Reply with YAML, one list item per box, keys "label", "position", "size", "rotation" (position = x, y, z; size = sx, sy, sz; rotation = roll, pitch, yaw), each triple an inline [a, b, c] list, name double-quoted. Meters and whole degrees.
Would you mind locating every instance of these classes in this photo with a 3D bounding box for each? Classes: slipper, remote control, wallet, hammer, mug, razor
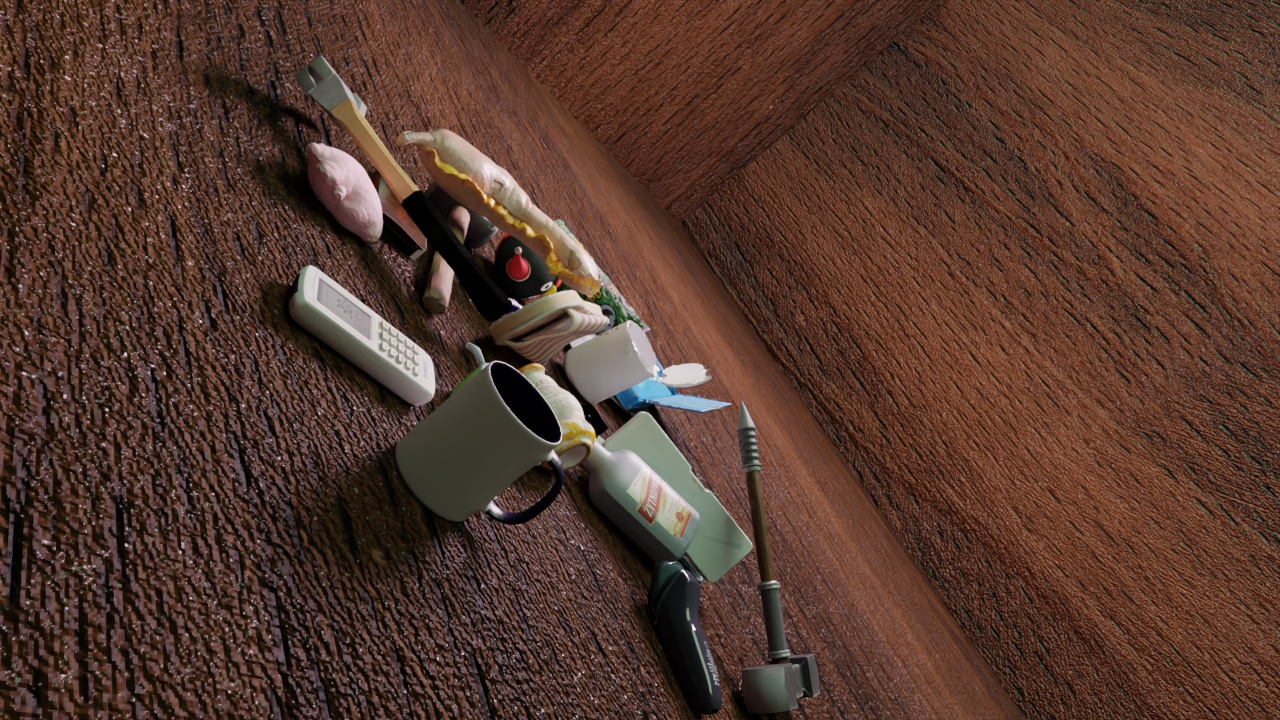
- label: "slipper"
  position: [-0.092, -0.035, 1.056]
  size: [0.052, 0.115, 0.262]
  rotation: [65, 8, 4]
- label: "remote control"
  position: [-0.219, -0.018, 0.729]
  size: [0.138, 0.025, 0.060]
  rotation: [43, 15, -33]
- label: "wallet"
  position: [-0.265, -0.162, 1.004]
  size: [0.072, 0.019, 0.123]
  rotation: [43, 14, -31]
- label: "hammer"
  position: [-0.216, -0.133, 1.048]
  size: [0.098, 0.052, 0.327]
  rotation: [46, 16, -23]
- label: "remote control"
  position: [-0.076, 0.064, 1.033]
  size: [0.034, 0.013, 0.150]
  rotation: [54, 13, 16]
- label: "hammer"
  position: [0.131, 0.201, 0.976]
  size: [0.156, 0.043, 0.322]
  rotation: [25, 55, -64]
- label: "hammer"
  position: [-0.240, -0.175, 0.936]
  size: [0.328, 0.039, 0.131]
  rotation: [52, -3, 9]
- label: "mug"
  position: [-0.109, 0.072, 0.687]
  size: [0.112, 0.097, 0.078]
  rotation: [48, 13, -12]
- label: "razor"
  position: [0.043, 0.251, 0.836]
  size: [0.047, 0.052, 0.142]
  rotation: [41, 20, -48]

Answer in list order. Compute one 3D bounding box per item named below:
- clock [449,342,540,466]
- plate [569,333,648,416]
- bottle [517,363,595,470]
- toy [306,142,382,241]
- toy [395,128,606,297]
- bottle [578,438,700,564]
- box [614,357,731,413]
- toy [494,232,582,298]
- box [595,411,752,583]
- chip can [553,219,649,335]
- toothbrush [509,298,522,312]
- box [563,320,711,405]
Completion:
- label: "clock"
  position: [-0.127, 0.050, 0.823]
  size: [0.094, 0.043, 0.119]
  rotation: [38, 17, -43]
- label: "plate"
  position: [-0.051, 0.013, 1.276]
  size: [0.178, 0.012, 0.178]
  rotation: [48, 12, -14]
- label: "bottle"
  position: [-0.089, 0.053, 0.896]
  size: [0.063, 0.063, 0.108]
  rotation: [32, 23, -56]
- label: "toy"
  position: [-0.284, -0.166, 0.871]
  size: [0.102, 0.050, 0.093]
  rotation: [58, 1, 16]
- label: "toy"
  position: [-0.153, -0.166, 1.060]
  size: [0.264, 0.065, 0.195]
  rotation: [46, 16, 2]
- label: "bottle"
  position: [-0.013, 0.133, 0.941]
  size: [0.161, 0.046, 0.072]
  rotation: [44, 40, -8]
- label: "box"
  position: [0.029, 0.044, 1.299]
  size: [0.173, 0.066, 0.231]
  rotation: [32, 8, 14]
- label: "toy"
  position: [-0.142, -0.124, 1.180]
  size: [0.099, 0.098, 0.119]
  rotation: [48, 35, -13]
- label: "box"
  position: [0.025, 0.157, 1.029]
  size: [0.199, 0.085, 0.096]
  rotation: [52, -13, -5]
- label: "chip can"
  position: [-0.081, -0.111, 1.390]
  size: [0.223, 0.075, 0.075]
  rotation: [51, 12, 1]
- label: "toothbrush"
  position: [-0.157, -0.067, 1.122]
  size: [0.015, 0.016, 0.186]
  rotation: [57, 14, 28]
- label: "box"
  position: [-0.004, 0.007, 1.137]
  size: [0.118, 0.160, 0.084]
  rotation: [60, 17, -9]
